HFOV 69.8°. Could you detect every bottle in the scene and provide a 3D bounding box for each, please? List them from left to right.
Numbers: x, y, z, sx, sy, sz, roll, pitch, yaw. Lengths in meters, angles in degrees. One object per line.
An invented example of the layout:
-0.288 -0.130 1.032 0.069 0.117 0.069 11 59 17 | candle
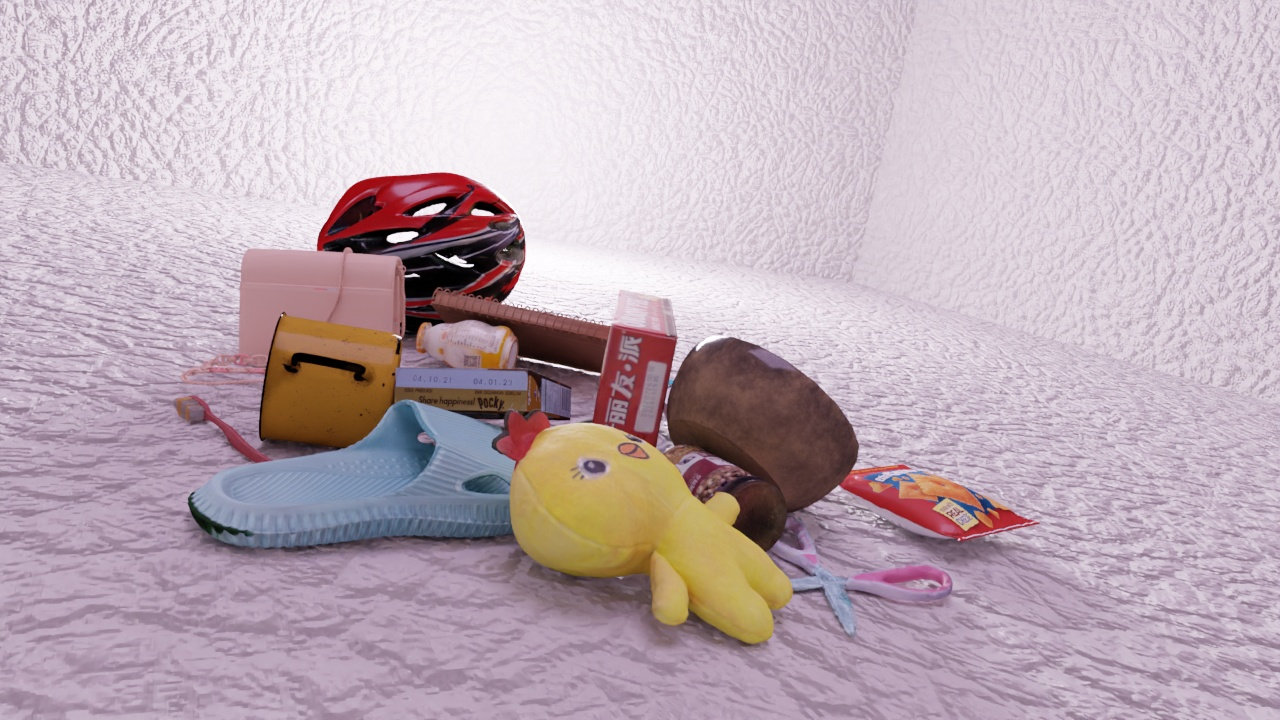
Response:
-0.194 -0.015 1.026 0.109 0.063 0.063 11 12 6 | bottle
0.055 0.101 0.680 0.056 0.056 0.105 4 8 -28 | bottle

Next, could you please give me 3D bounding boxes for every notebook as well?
-0.128 -0.030 1.085 0.210 0.022 0.169 12 -15 6 | notebook

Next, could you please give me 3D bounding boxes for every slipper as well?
-0.154 0.075 0.620 0.275 0.069 0.116 1 18 -37 | slipper

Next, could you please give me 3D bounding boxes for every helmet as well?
-0.266 -0.125 1.157 0.271 0.218 0.167 -7 52 -29 | helmet

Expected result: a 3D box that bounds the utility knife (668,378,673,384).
0.052 0.033 1.142 0.149 0.015 0.022 13 15 -1 | utility knife

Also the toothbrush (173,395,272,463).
-0.304 0.060 0.686 0.185 0.015 0.015 21 18 39 | toothbrush

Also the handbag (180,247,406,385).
-0.306 -0.045 0.869 0.199 0.116 0.187 3 9 -1 | handbag

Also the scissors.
0.134 0.149 0.657 0.170 0.013 0.175 0 16 -27 | scissors

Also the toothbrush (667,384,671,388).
0.007 0.043 1.050 0.013 0.013 0.167 6 9 21 | toothbrush

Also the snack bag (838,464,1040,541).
0.253 0.125 0.809 0.130 0.039 0.144 1 15 -40 | snack bag

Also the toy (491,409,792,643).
-0.003 0.104 0.575 0.208 0.092 0.133 24 21 15 | toy

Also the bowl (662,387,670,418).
0.079 0.054 0.927 0.115 0.050 0.114 -7 13 2 | bowl

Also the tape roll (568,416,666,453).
-0.023 0.075 0.855 0.094 0.018 0.093 10 11 -2 | tape roll

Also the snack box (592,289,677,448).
-0.005 0.005 0.876 0.060 0.113 0.236 10 12 -1 | snack box

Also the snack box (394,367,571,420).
-0.124 0.031 0.770 0.101 0.031 0.186 1 -6 6 | snack box

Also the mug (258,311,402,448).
-0.237 0.017 0.711 0.094 0.100 0.124 9 -17 -15 | mug

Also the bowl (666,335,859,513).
0.089 0.060 0.743 0.162 0.070 0.162 34 -21 15 | bowl
